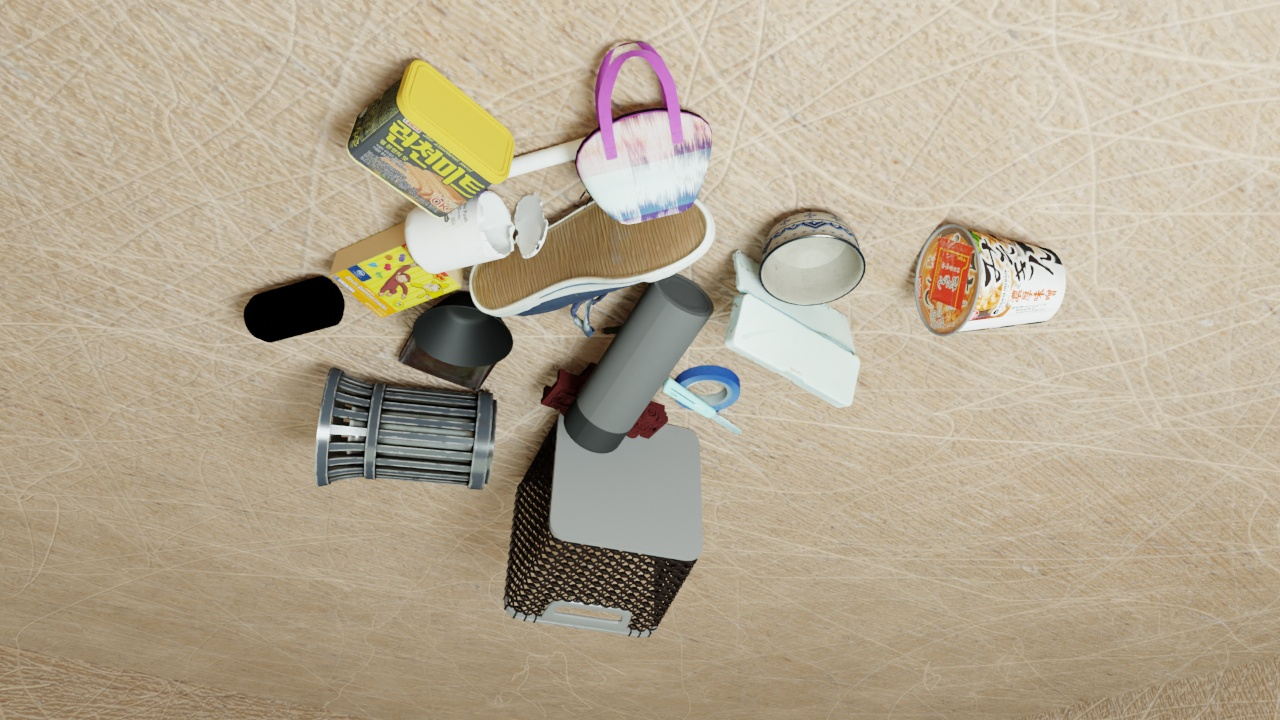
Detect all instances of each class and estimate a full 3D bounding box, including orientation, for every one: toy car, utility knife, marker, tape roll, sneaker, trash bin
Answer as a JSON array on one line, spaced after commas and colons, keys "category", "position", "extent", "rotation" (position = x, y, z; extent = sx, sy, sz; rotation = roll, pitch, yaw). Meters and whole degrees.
[{"category": "toy car", "position": [-0.048, 0.053, 1.274], "extent": [0.169, 0.061, 0.070], "rotation": [20, 141, -22]}, {"category": "utility knife", "position": [0.089, 0.068, 1.297], "extent": [0.168, 0.015, 0.022], "rotation": [33, 102, -36]}, {"category": "marker", "position": [-0.104, -0.209, 0.957], "extent": [0.142, 0.020, 0.020], "rotation": [-11, 142, 18]}, {"category": "tape roll", "position": [0.093, 0.040, 1.286], "extent": [0.091, 0.016, 0.093], "rotation": [10, 143, -9]}, {"category": "sneaker", "position": [-0.041, -0.106, 1.047], "extent": [0.295, 0.120, 0.127], "rotation": [-15, 169, 24]}, {"category": "trash bin", "position": [-0.321, 0.103, 1.281], "extent": [0.227, 0.164, 0.165], "rotation": [6, 144, -12]}]

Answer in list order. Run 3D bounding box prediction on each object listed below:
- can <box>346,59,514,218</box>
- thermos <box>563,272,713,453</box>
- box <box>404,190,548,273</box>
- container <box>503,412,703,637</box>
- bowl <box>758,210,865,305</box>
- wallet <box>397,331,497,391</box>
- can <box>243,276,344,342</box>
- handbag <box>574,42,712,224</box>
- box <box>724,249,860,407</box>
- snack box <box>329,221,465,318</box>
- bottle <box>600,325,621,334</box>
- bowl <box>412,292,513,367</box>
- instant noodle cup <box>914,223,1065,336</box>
[{"category": "can", "position": [-0.209, -0.214, 0.913], "extent": [0.101, 0.072, 0.130], "rotation": [-24, 136, 35]}, {"category": "thermos", "position": [-0.007, 0.007, 1.137], "extent": [0.082, 0.082, 0.241], "rotation": [20, 124, -22]}, {"category": "box", "position": [-0.170, -0.143, 1.000], "extent": [0.161, 0.081, 0.092], "rotation": [-9, 157, 23]}, {"category": "container", "position": [-0.053, 0.241, 1.383], "extent": [0.247, 0.245, 0.244], "rotation": [12, 139, -13]}, {"category": "bowl", "position": [0.189, -0.120, 1.026], "extent": [0.115, 0.059, 0.116], "rotation": [2, 144, 1]}, {"category": "wallet", "position": [-0.254, -0.009, 1.231], "extent": [0.120, 0.031, 0.100], "rotation": [21, 137, -19]}, {"category": "can", "position": [-0.429, -0.062, 1.137], "extent": [0.114, 0.063, 0.063], "rotation": [-12, 141, 19]}, {"category": "handbag", "position": [-0.001, -0.225, 0.894], "extent": [0.144, 0.068, 0.170], "rotation": [-14, 135, -4]}, {"category": "box", "position": [0.182, -0.037, 1.075], "extent": [0.197, 0.135, 0.043], "rotation": [28, 147, -30]}, {"category": "snack box", "position": [-0.286, -0.108, 1.086], "extent": [0.126, 0.040, 0.088], "rotation": [-17, 139, 25]}, {"category": "bottle", "position": [0.001, -0.042, 1.172], "extent": [0.106, 0.025, 0.025], "rotation": [-5, 143, 10]}, {"category": "bowl", "position": [-0.219, -0.049, 1.152], "extent": [0.124, 0.052, 0.124], "rotation": [2, 144, 1]}, {"category": "instant noodle cup", "position": [0.393, -0.086, 1.024], "extent": [0.121, 0.123, 0.124], "rotation": [2, 145, -15]}]
